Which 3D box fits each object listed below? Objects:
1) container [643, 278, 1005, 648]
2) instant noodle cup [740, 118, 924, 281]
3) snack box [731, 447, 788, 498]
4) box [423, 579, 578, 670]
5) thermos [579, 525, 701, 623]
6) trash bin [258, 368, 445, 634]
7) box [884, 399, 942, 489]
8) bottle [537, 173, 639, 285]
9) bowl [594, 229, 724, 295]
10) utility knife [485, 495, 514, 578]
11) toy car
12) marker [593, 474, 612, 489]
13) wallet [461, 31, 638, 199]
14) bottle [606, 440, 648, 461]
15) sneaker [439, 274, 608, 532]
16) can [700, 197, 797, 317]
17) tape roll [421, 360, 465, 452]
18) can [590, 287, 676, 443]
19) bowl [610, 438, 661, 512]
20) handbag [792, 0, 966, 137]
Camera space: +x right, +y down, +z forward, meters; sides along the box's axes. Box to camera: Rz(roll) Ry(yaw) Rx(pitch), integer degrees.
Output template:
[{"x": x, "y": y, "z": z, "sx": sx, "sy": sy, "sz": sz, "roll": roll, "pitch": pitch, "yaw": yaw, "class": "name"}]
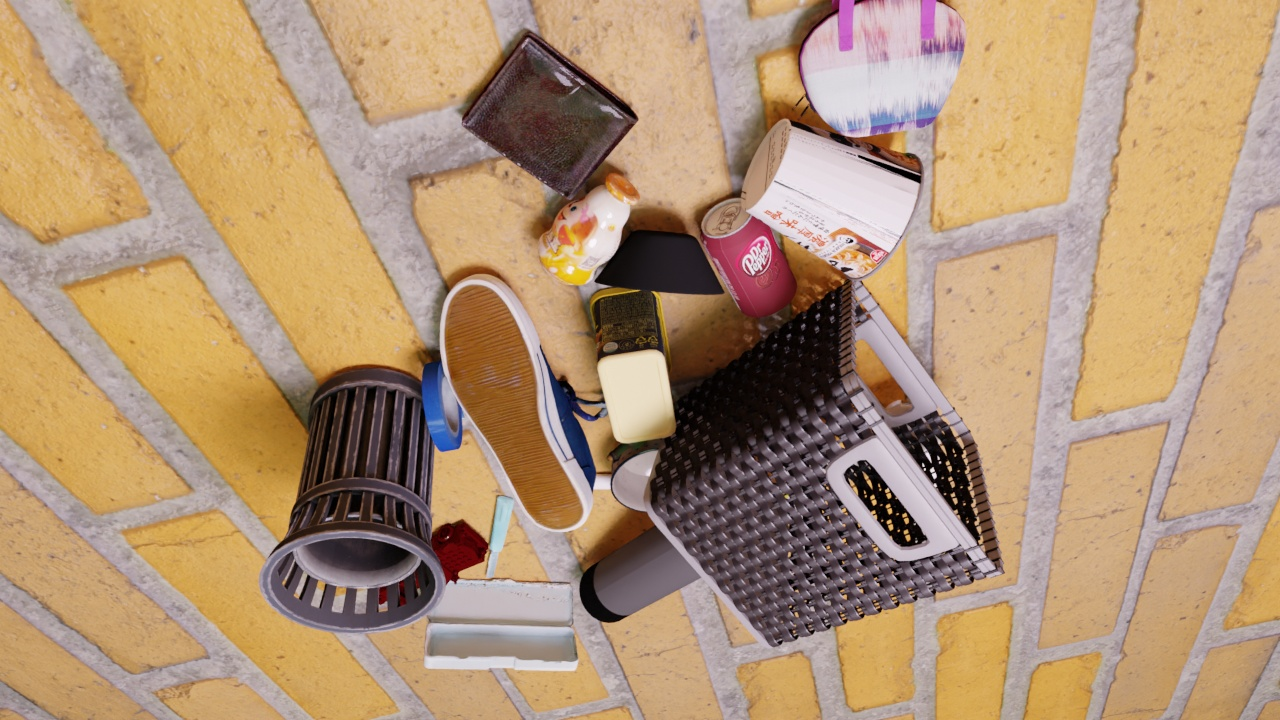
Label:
[{"x": 0.180, "y": 0.110, "z": 0.934, "sx": 0.244, "sy": 0.245, "sz": 0.247, "roll": -33, "pitch": 106, "yaw": 26, "class": "container"}, {"x": 0.163, "y": -0.150, "z": 0.817, "sx": 0.121, "sy": 0.123, "sz": 0.124, "roll": 21, "pitch": 127, "yaw": -14, "class": "instant noodle cup"}, {"x": 0.109, "y": 0.168, "z": 1.151, "sx": 0.088, "sy": 0.040, "sz": 0.126, "roll": 33, "pitch": 121, "yaw": -32, "class": "snack box"}, {"x": -0.183, "y": 0.351, "z": 1.211, "sx": 0.197, "sy": 0.135, "sz": 0.043, "roll": 6, "pitch": 126, "yaw": -14, "class": "box"}, {"x": 0.015, "y": 0.258, "z": 1.153, "sx": 0.082, "sy": 0.082, "sz": 0.241, "roll": 19, "pitch": 142, "yaw": -25, "class": "thermos"}, {"x": -0.277, "y": 0.131, "z": 0.928, "sx": 0.164, "sy": 0.227, "sz": 0.164, "roll": -4, "pitch": 133, "yaw": -5, "class": "trash bin"}, {"x": 0.317, "y": 0.095, "z": 1.082, "sx": 0.081, "sy": 0.091, "sz": 0.161, "roll": -4, "pitch": 133, "yaw": 18, "class": "box"}, {"x": -0.046, "y": -0.121, "z": 0.841, "sx": 0.063, "sy": 0.063, "sz": 0.109, "roll": 25, "pitch": 125, "yaw": -28, "class": "bottle"}, {"x": 0.020, "y": -0.095, "z": 0.865, "sx": 0.124, "sy": 0.124, "sz": 0.052, "roll": 3, "pitch": 99, "yaw": -12, "class": "bowl"}, {"x": -0.185, "y": 0.233, "z": 1.183, "sx": 0.022, "sy": 0.015, "sz": 0.169, "roll": 6, "pitch": 130, "yaw": -13, "class": "utility knife"}, {"x": -0.281, "y": 0.269, "z": 1.171, "sx": 0.170, "sy": 0.061, "sz": 0.070, "roll": -24, "pitch": 132, "yaw": 14, "class": "toy car"}, {"x": -0.046, "y": 0.149, "z": 1.125, "sx": 0.141, "sy": 0.020, "sz": 0.020, "roll": 1, "pitch": 133, "yaw": -9, "class": "marker"}, {"x": -0.077, "y": -0.206, "z": 0.783, "sx": 0.120, "sy": 0.031, "sz": 0.100, "roll": 30, "pitch": 120, "yaw": -28, "class": "wallet"}, {"x": 0.000, "y": 0.080, "z": 1.022, "sx": 0.105, "sy": 0.025, "sz": 0.025, "roll": -37, "pitch": 144, "yaw": -32, "class": "bottle"}, {"x": -0.110, "y": 0.030, "z": 0.969, "sx": 0.121, "sy": 0.127, "sz": 0.295, "roll": -12, "pitch": 117, "yaw": 19, "class": "sneaker"}, {"x": 0.105, "y": -0.097, "z": 0.886, "sx": 0.063, "sy": 0.063, "sz": 0.114, "roll": -24, "pitch": 132, "yaw": 13, "class": "can"}, {"x": -0.205, "y": 0.047, "z": 0.952, "sx": 0.016, "sy": 0.093, "sz": 0.091, "roll": -11, "pitch": 117, "yaw": 1, "class": "tape roll"}, {"x": -0.006, "y": 0.005, "z": 0.937, "sx": 0.072, "sy": 0.100, "sz": 0.131, "roll": -9, "pitch": 134, "yaw": 3, "class": "can"}, {"x": 0.019, "y": 0.120, "z": 1.079, "sx": 0.115, "sy": 0.059, "sz": 0.116, "roll": -4, "pitch": 133, "yaw": -5, "class": "bowl"}, {"x": 0.195, "y": -0.276, "z": 0.741, "sx": 0.144, "sy": 0.068, "sz": 0.170, "roll": -8, "pitch": 127, "yaw": -2, "class": "handbag"}]
